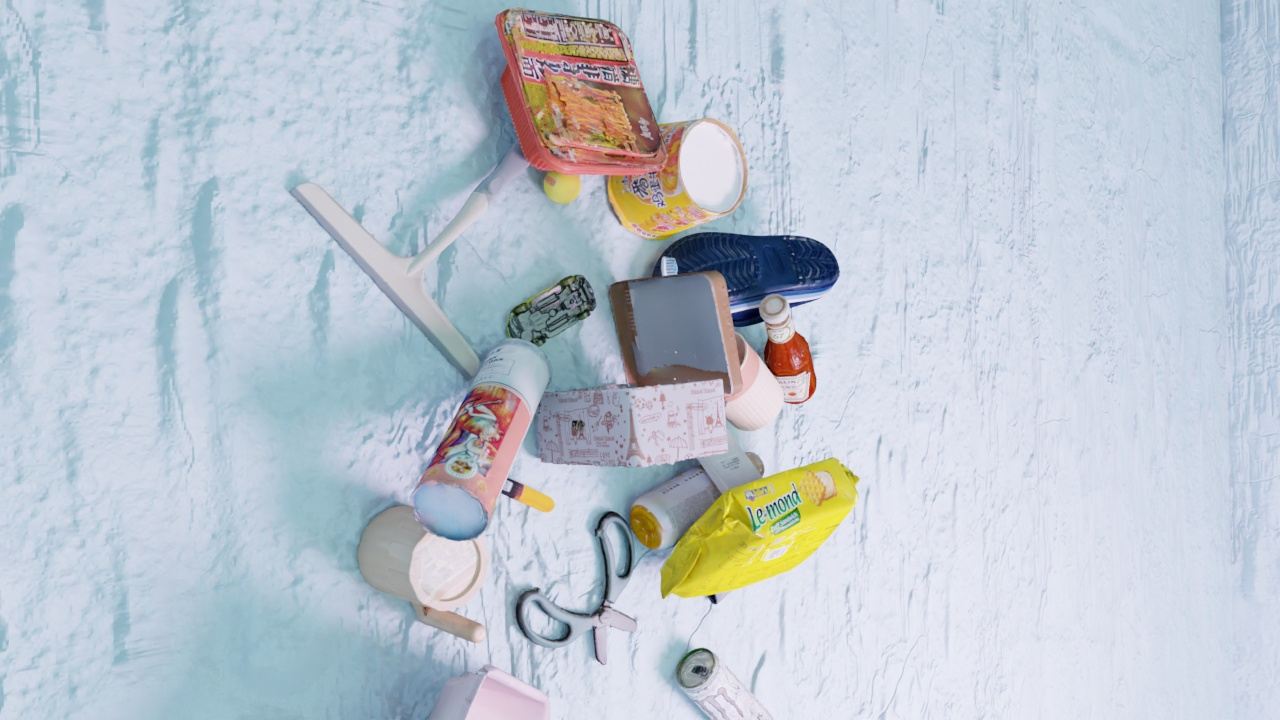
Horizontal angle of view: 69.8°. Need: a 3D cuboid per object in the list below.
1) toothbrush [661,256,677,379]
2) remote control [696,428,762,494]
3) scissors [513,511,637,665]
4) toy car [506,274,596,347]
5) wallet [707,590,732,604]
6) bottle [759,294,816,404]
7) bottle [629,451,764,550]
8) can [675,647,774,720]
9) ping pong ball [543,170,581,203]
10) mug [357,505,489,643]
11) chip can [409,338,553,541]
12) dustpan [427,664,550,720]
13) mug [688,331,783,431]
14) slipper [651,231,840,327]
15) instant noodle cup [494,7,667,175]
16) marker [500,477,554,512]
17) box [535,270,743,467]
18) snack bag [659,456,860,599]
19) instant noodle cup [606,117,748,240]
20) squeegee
[{"bbox_3d":[0.030,-0.010,1.041,0.026,0.026,0.221,-46,139,-62],"label":"toothbrush"},{"bbox_3d":[0.089,0.105,1.078,0.056,0.019,0.135,-15,57,-37],"label":"remote control"},{"bbox_3d":[-0.056,0.244,1.011,0.170,0.019,0.178,27,72,-35],"label":"scissors"},{"bbox_3d":[-0.096,-0.052,0.974,0.105,0.032,0.048,-34,111,-23],"label":"toy car"},{"bbox_3d":[0.104,0.228,1.144,0.097,0.019,0.121,-30,107,-38],"label":"wallet"},{"bbox_3d":[0.178,-0.013,1.126,0.059,0.060,0.206,-64,153,-21],"label":"bottle"},{"bbox_3d":[0.073,0.159,1.085,0.189,0.068,0.068,-23,104,-37],"label":"bottle"},{"bbox_3d":[0.104,0.413,1.113,0.147,0.058,0.058,52,59,-27],"label":"can"},{"bbox_3d":[-0.083,-0.188,0.980,0.040,0.040,0.040,1,89,-40],"label":"ping pong ball"},{"bbox_3d":[-0.192,0.198,0.843,0.084,0.104,0.125,-29,107,-36],"label":"mug"},{"bbox_3d":[-0.141,0.067,0.845,0.071,0.071,0.214,55,28,-25],"label":"chip can"},{"bbox_3d":[-0.138,0.392,0.823,0.139,0.274,0.222,27,74,-10],"label":"dustpan"},{"bbox_3d":[0.114,0.015,1.116,0.106,0.082,0.114,46,26,-40],"label":"mug"},{"bbox_3d":[0.121,-0.095,1.117,0.252,0.095,0.105,-11,59,-21],"label":"slipper"},{"bbox_3d":[-0.067,-0.263,0.949,0.164,0.079,0.188,-8,73,-39],"label":"instant noodle cup"},{"bbox_3d":[-0.140,0.129,0.946,0.123,0.015,0.018,31,69,-32],"label":"marker"},{"bbox_3d":[-0.005,0.004,0.951,0.156,0.183,0.193,-7,92,-39],"label":"box"},{"bbox_3d":[0.144,0.200,1.066,0.245,0.158,0.068,-8,51,-41],"label":"snack bag"},{"bbox_3d":[0.047,-0.210,1.043,0.137,0.110,0.138,0,91,-40],"label":"instant noodle cup"},{"bbox_3d":[-0.168,-0.152,0.911,0.246,0.039,0.245,52,59,-27],"label":"squeegee"}]
